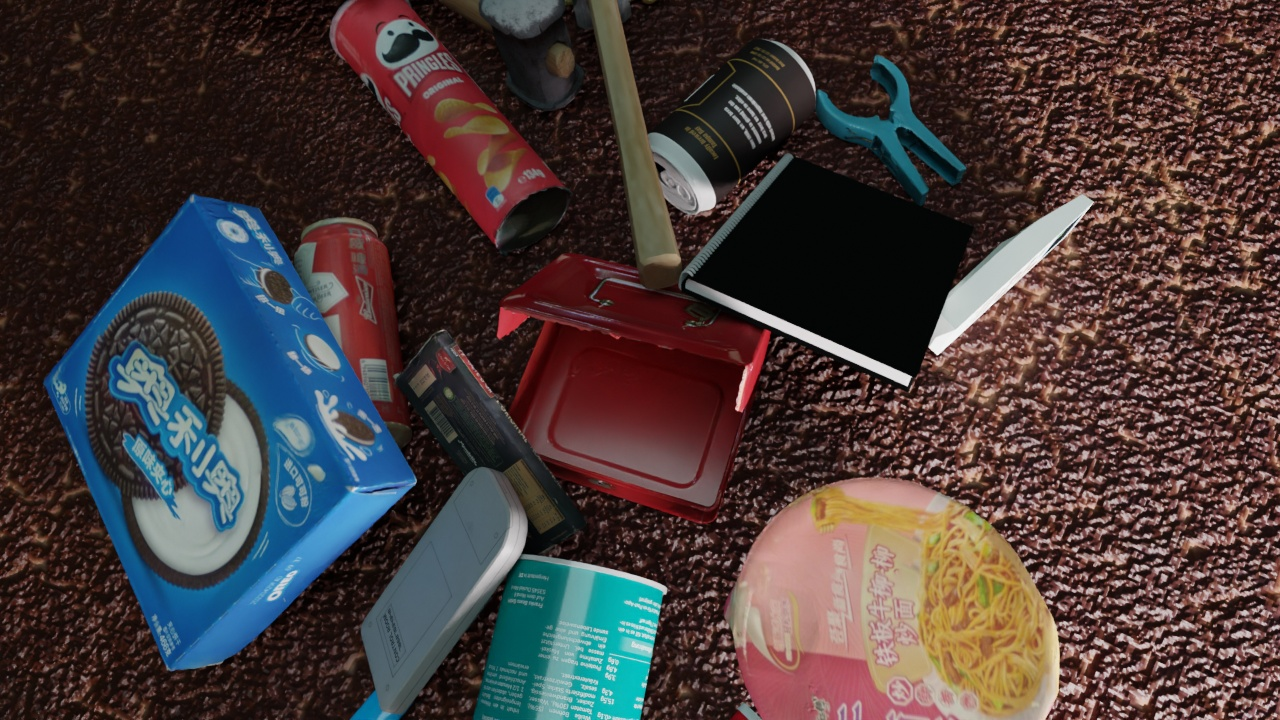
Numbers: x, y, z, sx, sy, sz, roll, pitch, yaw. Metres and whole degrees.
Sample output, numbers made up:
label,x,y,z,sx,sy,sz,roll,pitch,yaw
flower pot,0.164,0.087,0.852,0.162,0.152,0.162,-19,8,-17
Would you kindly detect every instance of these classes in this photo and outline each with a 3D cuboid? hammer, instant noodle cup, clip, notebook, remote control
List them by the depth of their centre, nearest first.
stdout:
label,x,y,z,sx,sy,sz,roll,pitch,yaw
instant noodle cup,0.138,0.165,0.540,0.178,0.078,0.178,1,63,-3
remote control,-0.121,0.138,0.565,0.151,0.019,0.074,-54,39,12
notebook,0.131,-0.070,0.610,0.149,0.016,0.206,25,41,13
hammer,-0.015,-0.193,0.629,0.051,0.117,0.322,-12,63,1
remote control,0.248,-0.061,0.636,0.143,0.050,0.024,-41,73,-10
clip,0.203,-0.188,0.700,0.130,0.031,0.121,34,72,15
hammer,-0.175,-0.313,0.750,0.328,0.098,0.052,37,75,22

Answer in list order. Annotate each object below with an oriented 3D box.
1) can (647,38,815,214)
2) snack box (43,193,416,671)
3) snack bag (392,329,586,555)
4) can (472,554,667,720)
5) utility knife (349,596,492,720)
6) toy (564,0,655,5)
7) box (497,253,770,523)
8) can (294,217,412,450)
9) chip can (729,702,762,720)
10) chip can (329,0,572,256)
label,x,y,z,sx,sy,sz,roll,pitch,yaw
can,0.066,-0.174,0.680,0.072,0.072,0.128,42,79,17
snack box,-0.275,0.045,0.596,0.196,0.056,0.238,-42,70,19
snack bag,-0.099,0.058,0.589,0.018,0.075,0.155,-37,90,-41
can,-0.046,0.197,0.540,0.099,0.099,0.143,9,71,8
utility knife,-0.172,0.236,0.581,0.031,0.015,0.224,37,80,14
toy,-0.038,-0.368,0.763,0.170,0.064,0.155,-4,88,1
box,-0.003,0.021,0.607,0.157,0.156,0.146,15,30,12
can,-0.204,-0.014,0.647,0.067,0.067,0.170,-12,70,0
chip can,0.006,0.297,0.526,0.052,0.052,0.214,42,79,17
chip can,-0.146,-0.184,0.702,0.073,0.073,0.233,-37,72,-9
